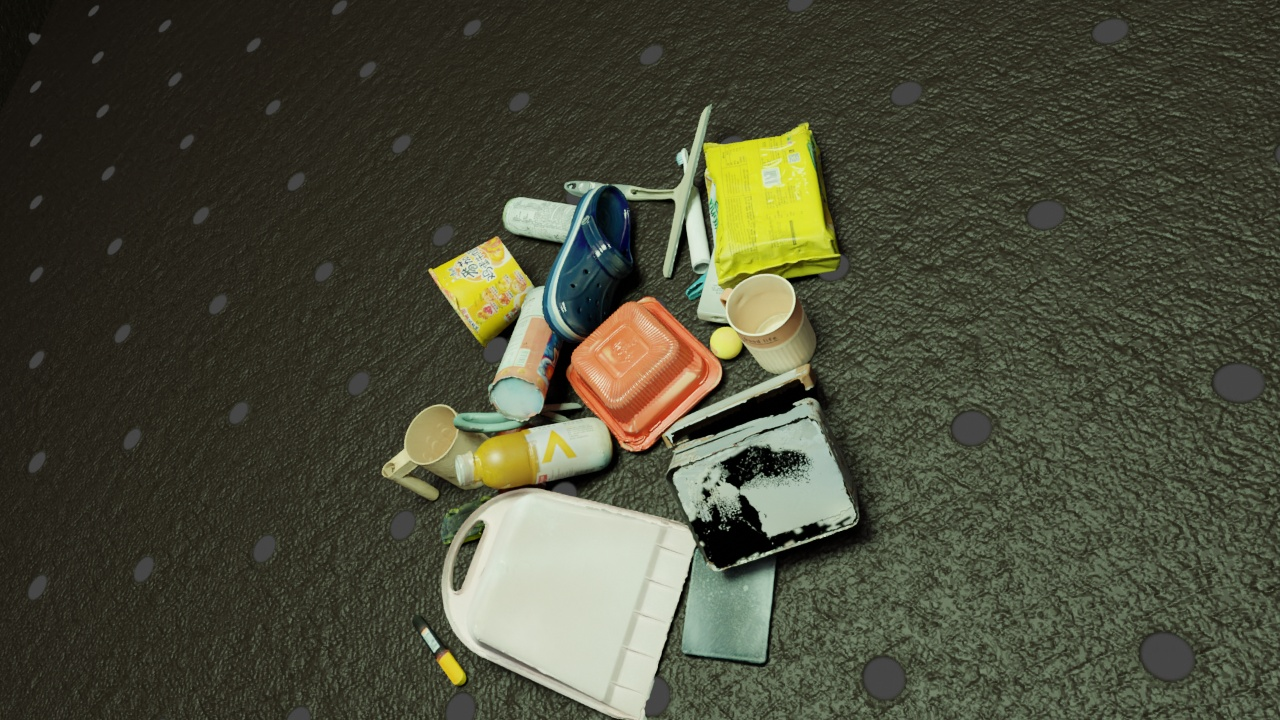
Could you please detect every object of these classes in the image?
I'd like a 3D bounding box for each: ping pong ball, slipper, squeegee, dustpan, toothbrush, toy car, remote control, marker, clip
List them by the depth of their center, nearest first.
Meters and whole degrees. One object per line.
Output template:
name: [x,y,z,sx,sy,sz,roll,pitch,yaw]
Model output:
dustpan: [-0.093,0.261,1.072,0.273,0.139,0.222,24,73,-5]
marker: [-0.250,0.357,1.136,0.018,0.015,0.124,-48,49,-7]
ping pong ball: [0.107,-0.022,1.147,0.040,0.040,0.040,-13,57,21]
toy car: [-0.216,0.211,1.192,0.105,0.032,0.048,-23,54,29]
remote control: [0.114,-0.108,1.193,0.056,0.019,0.134,7,59,15]
clip: [0.085,-0.102,1.223,0.057,0.015,0.049,-37,54,2]
slipper: [-0.052,-0.133,1.239,0.095,0.105,0.252,-13,50,38]
toothbrush: [0.072,-0.215,1.286,0.026,0.026,0.220,-28,52,30]
squeegee: [-0.013,-0.247,1.344,0.247,0.039,0.246,11,86,39]

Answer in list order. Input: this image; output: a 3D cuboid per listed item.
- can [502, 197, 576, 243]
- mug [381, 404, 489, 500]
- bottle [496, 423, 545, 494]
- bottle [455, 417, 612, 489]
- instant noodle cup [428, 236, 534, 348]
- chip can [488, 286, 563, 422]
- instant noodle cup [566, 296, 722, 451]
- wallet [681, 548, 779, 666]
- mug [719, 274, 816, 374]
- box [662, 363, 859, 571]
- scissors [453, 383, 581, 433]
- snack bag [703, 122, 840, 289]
can: [-0.135,-0.208,1.373,0.147,0.058,0.058,14,70,33]
mug: [-0.262,0.130,1.216,0.124,0.103,0.084,-40,52,2]
bottle: [-0.148,0.179,1.158,0.060,0.060,0.205,-18,59,18]
bottle: [-0.130,0.117,1.122,0.189,0.068,0.068,-10,50,-20]
instant noodle cup: [-0.218,-0.103,1.316,0.109,0.138,0.138,-35,52,-4]
chip can: [-0.141,-0.014,1.202,0.071,0.071,0.214,-17,31,19]
instant noodle cup: [-0.007,0.007,1.168,0.164,0.079,0.189,-44,53,-1]
wallet: [0.098,0.266,1.001,0.097,0.019,0.120,-2,64,26]
mug: [0.147,-0.047,1.099,0.114,0.106,0.081,29,79,37]
box: [0.133,0.108,1.034,0.183,0.193,0.157,-22,98,15]
scissors: [-0.174,0.064,1.193,0.170,0.178,0.019,20,114,42]
snack bag: [0.166,-0.206,1.188,0.158,0.068,0.246,-9,56,9]
